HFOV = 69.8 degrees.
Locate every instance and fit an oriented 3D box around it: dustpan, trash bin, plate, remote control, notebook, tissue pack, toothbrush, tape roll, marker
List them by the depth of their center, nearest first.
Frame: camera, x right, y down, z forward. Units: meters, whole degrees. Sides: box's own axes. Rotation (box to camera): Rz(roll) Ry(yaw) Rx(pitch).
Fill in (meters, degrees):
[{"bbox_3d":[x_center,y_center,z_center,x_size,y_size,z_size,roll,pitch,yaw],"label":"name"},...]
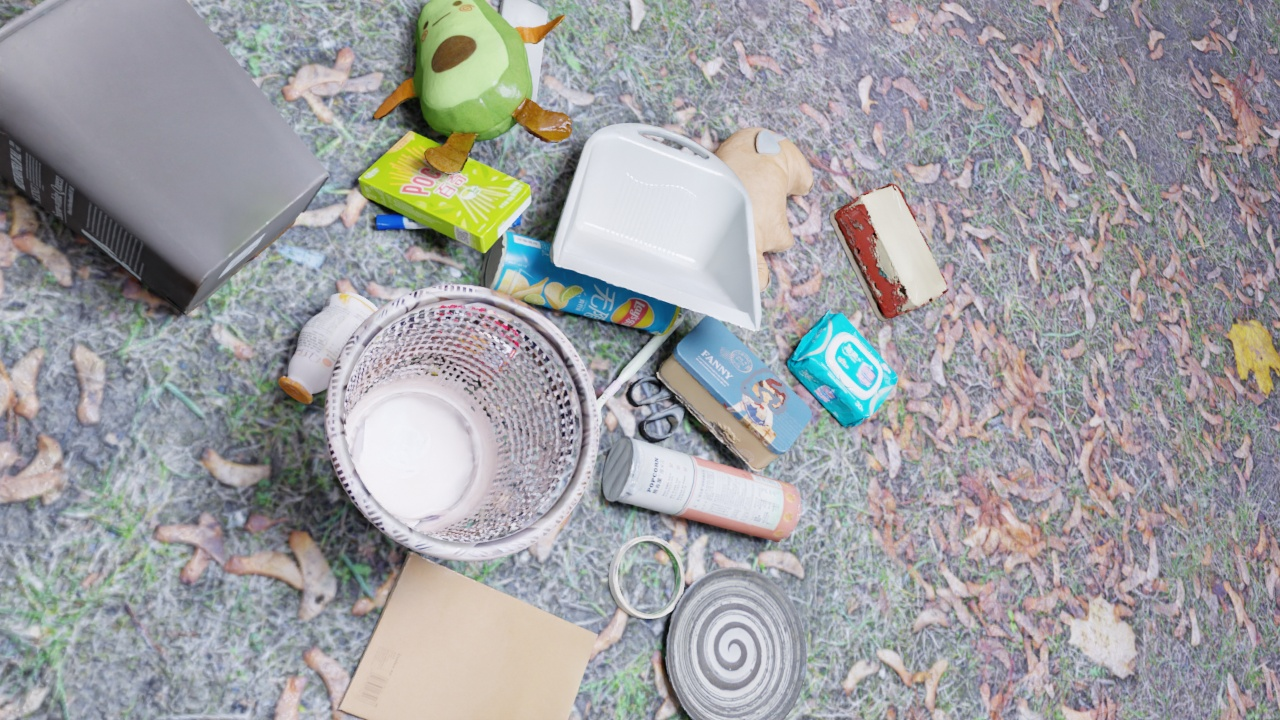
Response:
[{"bbox_3d":[-0.409,-0.175,0.776,0.220,0.199,0.198,48,60,-16],"label":"trash bin"},{"bbox_3d":[-0.177,0.069,0.815,0.227,0.193,0.227,8,72,-26],"label":"trash bin"},{"bbox_3d":[-0.155,0.292,0.868,0.211,0.012,0.149,29,64,-18],"label":"notebook"},{"bbox_3d":[-0.196,-0.143,0.939,0.146,0.017,0.017,-2,74,-3],"label":"marker"},{"bbox_3d":[-0.154,0.053,0.940,0.186,0.012,0.017,36,72,-15],"label":"toothbrush"},{"bbox_3d":[0.007,0.229,0.972,0.085,0.014,0.085,8,71,-26],"label":"tape roll"},{"bbox_3d":[0.027,-0.165,0.984,0.222,0.257,0.143,17,107,-12],"label":"dustpan"},{"bbox_3d":[0.103,0.315,0.993,0.179,0.024,0.179,8,71,-24],"label":"plate"},{"bbox_3d":[-0.006,0.006,1.030,0.029,0.020,0.189,29,56,19],"label":"toothbrush"},{"bbox_3d":[-0.142,-0.359,1.066,0.056,0.019,0.135,13,69,-24],"label":"remote control"},{"bbox_3d":[0.251,0.009,1.147,0.133,0.050,0.093,45,61,-9],"label":"tissue pack"}]

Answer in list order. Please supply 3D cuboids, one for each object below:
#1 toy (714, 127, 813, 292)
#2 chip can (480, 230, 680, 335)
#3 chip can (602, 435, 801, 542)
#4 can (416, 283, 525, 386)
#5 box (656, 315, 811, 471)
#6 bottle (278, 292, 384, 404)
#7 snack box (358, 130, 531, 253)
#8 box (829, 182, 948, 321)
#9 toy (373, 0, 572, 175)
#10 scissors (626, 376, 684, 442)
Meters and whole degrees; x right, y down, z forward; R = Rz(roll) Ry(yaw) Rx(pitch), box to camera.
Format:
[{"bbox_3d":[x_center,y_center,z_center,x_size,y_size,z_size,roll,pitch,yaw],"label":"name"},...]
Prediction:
[{"bbox_3d":[0.132,-0.185,1.125,0.143,0.083,0.225,22,68,-6],"label":"toy"},{"bbox_3d":[-0.062,-0.083,0.996,0.210,0.071,0.071,12,70,-24],"label":"chip can"},{"bbox_3d":[0.070,0.142,0.998,0.214,0.071,0.071,18,67,-23],"label":"chip can"},{"bbox_3d":[-0.171,-0.027,0.923,0.094,0.067,0.066,36,61,-14],"label":"can"},{"bbox_3d":[0.101,0.033,1.034,0.184,0.061,0.089,44,48,-1],"label":"box"},{"bbox_3d":[-0.290,-0.011,0.856,0.063,0.063,0.108,39,60,-13],"label":"bottle"},{"bbox_3d":[-0.198,-0.173,0.932,0.156,0.026,0.085,27,59,17],"label":"snack box"},{"bbox_3d":[0.335,-0.147,1.222,0.091,0.080,0.168,-24,87,-32],"label":"box"},{"bbox_3d":[-0.176,-0.300,0.961,0.227,0.090,0.246,-24,59,-1],"label":"toy"},{"bbox_3d":[0.063,0.046,1.060,0.172,0.014,0.146,22,64,-24],"label":"scissors"}]
